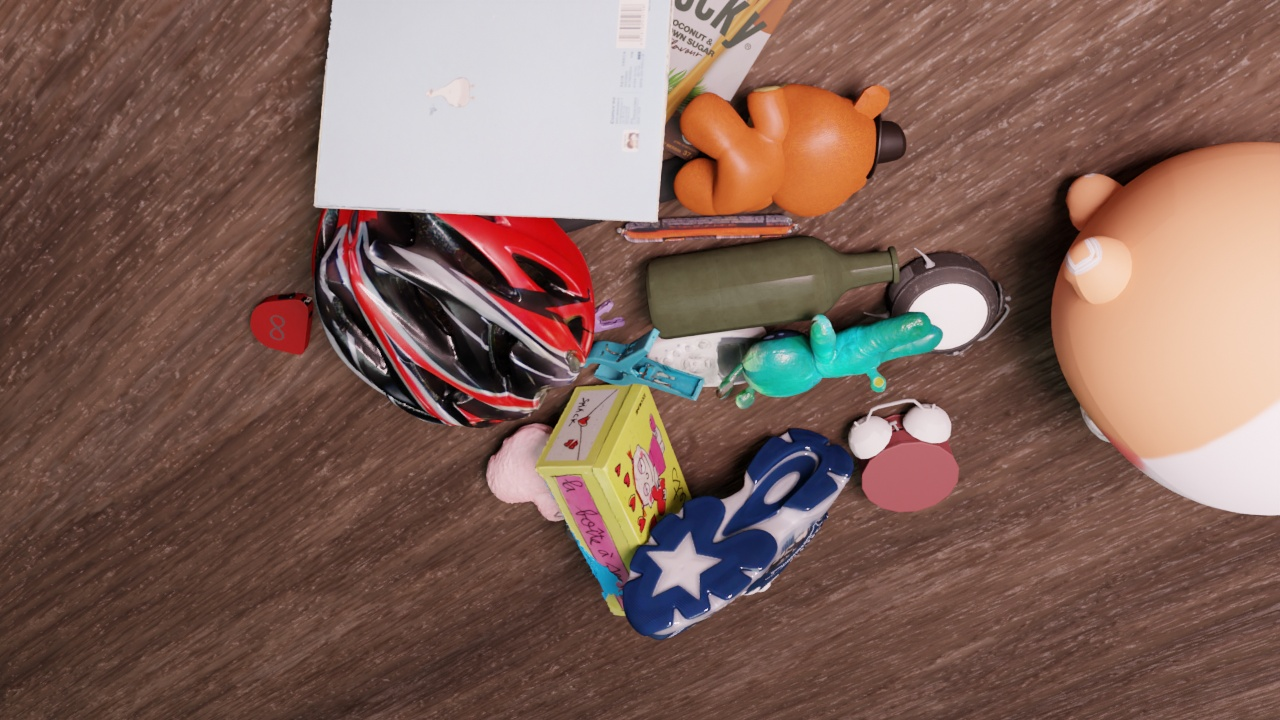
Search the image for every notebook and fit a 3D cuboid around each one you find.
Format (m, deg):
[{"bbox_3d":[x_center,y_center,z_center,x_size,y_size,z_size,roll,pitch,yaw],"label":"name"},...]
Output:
[{"bbox_3d":[-0.105,-0.191,0.645,0.253,0.009,0.181,4,88,11],"label":"notebook"}]

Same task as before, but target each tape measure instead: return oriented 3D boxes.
[{"bbox_3d":[-0.332,-0.039,0.851,0.051,0.019,0.059,15,119,-6],"label":"tape measure"}]

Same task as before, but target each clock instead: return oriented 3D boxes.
[{"bbox_3d":[0.257,0.091,0.895,0.096,0.048,0.138,-14,124,13],"label":"clock"},{"bbox_3d":[0.266,-0.045,0.797,0.122,0.043,0.091,23,124,-13],"label":"clock"}]

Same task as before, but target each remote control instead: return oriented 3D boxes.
[{"bbox_3d":[0.062,-0.005,0.848,0.114,0.028,0.060,-2,126,4],"label":"remote control"},{"bbox_3d":[-0.013,-0.137,0.763,0.147,0.015,0.033,-15,124,14],"label":"remote control"}]

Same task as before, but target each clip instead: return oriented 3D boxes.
[{"bbox_3d":[-0.036,-0.034,0.842,0.045,0.014,0.051,30,119,-21],"label":"clip"},{"bbox_3d":[-0.013,-0.003,0.815,0.120,0.027,0.103,-1,140,51],"label":"clip"}]

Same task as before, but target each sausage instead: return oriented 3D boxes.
[{"bbox_3d":[0.057,-0.112,0.775,0.155,0.020,0.020,-2,126,5],"label":"sausage"}]

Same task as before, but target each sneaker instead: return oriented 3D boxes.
[{"bbox_3d":[0.097,0.186,0.878,0.103,0.268,0.133,35,146,34],"label":"sneaker"}]

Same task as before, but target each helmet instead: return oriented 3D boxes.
[{"bbox_3d":[-0.154,-0.041,0.768,0.218,0.166,0.272,-15,137,24],"label":"helmet"}]

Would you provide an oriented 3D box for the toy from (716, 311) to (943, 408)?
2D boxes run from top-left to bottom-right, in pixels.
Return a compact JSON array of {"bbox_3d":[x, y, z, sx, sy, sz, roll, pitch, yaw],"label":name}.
[{"bbox_3d":[0.156,0.002,0.781,0.194,0.072,0.130,-16,161,26],"label":"toy"}]

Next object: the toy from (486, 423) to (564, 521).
[{"bbox_3d":[-0.100,0.117,0.923,0.105,0.053,0.109,43,122,-9],"label":"toy"}]

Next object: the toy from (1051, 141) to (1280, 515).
[{"bbox_3d":[0.434,-0.029,0.674,0.281,0.261,0.267,34,130,1],"label":"toy"}]

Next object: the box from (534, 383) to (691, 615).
[{"bbox_3d":[-0.010,0.140,0.895,0.080,0.124,0.221,-5,126,27],"label":"box"}]

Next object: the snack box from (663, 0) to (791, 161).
[{"bbox_3d":[0.040,-0.249,0.668,0.101,0.031,0.186,24,124,-14],"label":"snack box"}]

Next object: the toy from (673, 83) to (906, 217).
[{"bbox_3d":[0.115,-0.156,0.692,0.176,0.096,0.112,2,140,-4],"label":"toy"}]

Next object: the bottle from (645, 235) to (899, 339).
[{"bbox_3d":[0.110,-0.066,0.775,0.207,0.071,0.071,-8,125,9],"label":"bottle"}]

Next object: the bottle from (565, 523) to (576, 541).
[{"bbox_3d":[-0.058,0.140,0.959,0.030,0.030,0.113,9,126,-4],"label":"bottle"}]
